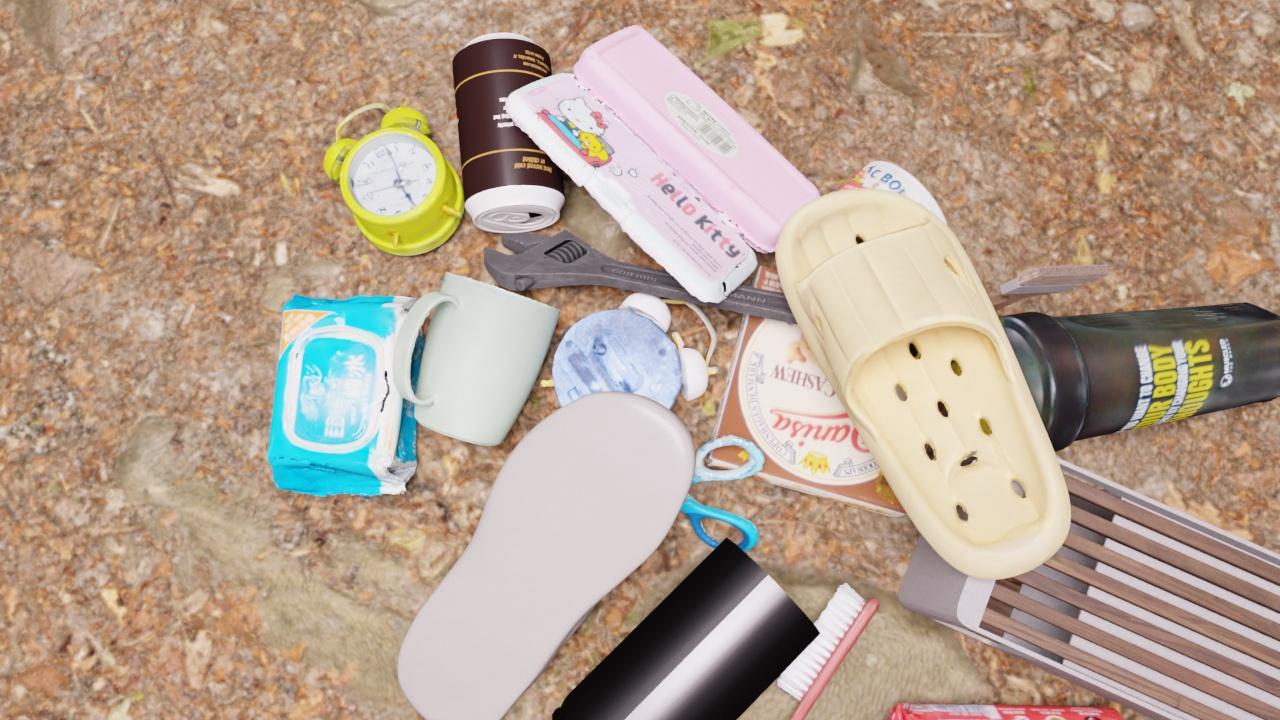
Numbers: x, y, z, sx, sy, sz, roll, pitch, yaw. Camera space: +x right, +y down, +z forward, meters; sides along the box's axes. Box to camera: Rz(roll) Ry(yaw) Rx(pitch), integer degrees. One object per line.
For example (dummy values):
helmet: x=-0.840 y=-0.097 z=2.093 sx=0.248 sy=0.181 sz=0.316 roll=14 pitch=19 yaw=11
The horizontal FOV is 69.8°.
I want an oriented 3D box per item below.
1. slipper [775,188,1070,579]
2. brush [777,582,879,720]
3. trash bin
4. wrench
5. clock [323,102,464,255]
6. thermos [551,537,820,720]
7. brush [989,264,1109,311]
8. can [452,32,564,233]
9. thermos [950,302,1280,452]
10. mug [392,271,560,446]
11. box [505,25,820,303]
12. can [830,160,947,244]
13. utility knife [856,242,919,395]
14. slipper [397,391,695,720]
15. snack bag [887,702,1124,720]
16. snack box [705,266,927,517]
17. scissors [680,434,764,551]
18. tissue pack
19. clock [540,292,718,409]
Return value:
slipper: x=0.167 y=-0.002 z=0.537 sx=0.111 sy=0.079 sz=0.261 roll=-24 pitch=72 yaw=5
brush: x=0.104 y=0.227 z=0.620 sx=0.030 sy=0.041 sz=0.172 roll=32 pitch=83 yaw=22
trash bin: x=0.307 y=0.156 z=0.592 sx=0.229 sy=0.114 sz=0.114 roll=24 pitch=81 yaw=3
wrench: x=0.018 y=-0.052 z=0.635 sx=0.273 sy=0.018 sz=0.072 roll=12 pitch=40 yaw=13
clock: x=-0.179 y=-0.133 z=0.665 sx=0.083 sy=0.057 sz=0.119 roll=-31 pitch=76 yaw=-5
thermos: x=0.015 y=0.216 z=0.593 sx=0.198 sy=0.086 sz=0.086 roll=-43 pitch=84 yaw=-7
brush: x=0.244 y=-0.042 z=0.610 sx=0.045 sy=0.143 sz=0.008 roll=-3 pitch=81 yaw=-10
can: x=-0.095 y=-0.163 z=0.662 sx=0.072 sy=0.072 sz=0.128 roll=-6 pitch=81 yaw=-2
thermos: x=0.325 y=0.006 z=0.625 sx=0.220 sy=0.098 sz=0.098 roll=-8 pitch=80 yaw=-10
mug: x=-0.118 y=-0.002 z=0.618 sx=0.084 sy=0.111 sz=0.104 roll=19 pitch=90 yaw=35
box: x=0.019 y=-0.142 z=0.642 sx=0.201 sy=0.037 sz=0.152 roll=44 pitch=50 yaw=5
can: x=0.172 y=-0.094 z=0.647 sx=0.043 sy=0.086 sz=0.086 roll=-38 pitch=83 yaw=-8
utility knife: x=0.159 y=-0.040 z=0.632 sx=0.030 sy=0.017 sz=0.159 roll=-27 pitch=78 yaw=-17
slipper: x=-0.059 y=0.133 z=0.619 sx=0.113 sy=0.080 sz=0.266 roll=36 pitch=99 yaw=13
snack bag: x=0.236 y=0.261 z=0.590 sx=0.176 sy=0.082 sz=0.082 roll=0 pitch=80 yaw=0
snack box: x=0.133 y=0.022 z=0.649 sx=0.143 sy=0.041 sz=0.147 roll=16 pitch=80 yaw=1
scissors: x=0.025 y=0.098 z=0.637 sx=0.140 sy=0.013 sz=0.118 roll=-12 pitch=116 yaw=18
tissue pack: x=-0.201 y=0.023 z=0.634 sx=0.093 sy=0.062 sz=0.144 roll=1 pitch=81 yaw=-1
clock: x=-0.004 y=0.004 z=0.645 sx=0.125 sy=0.052 sz=0.089 roll=-33 pitch=82 yaw=-6
